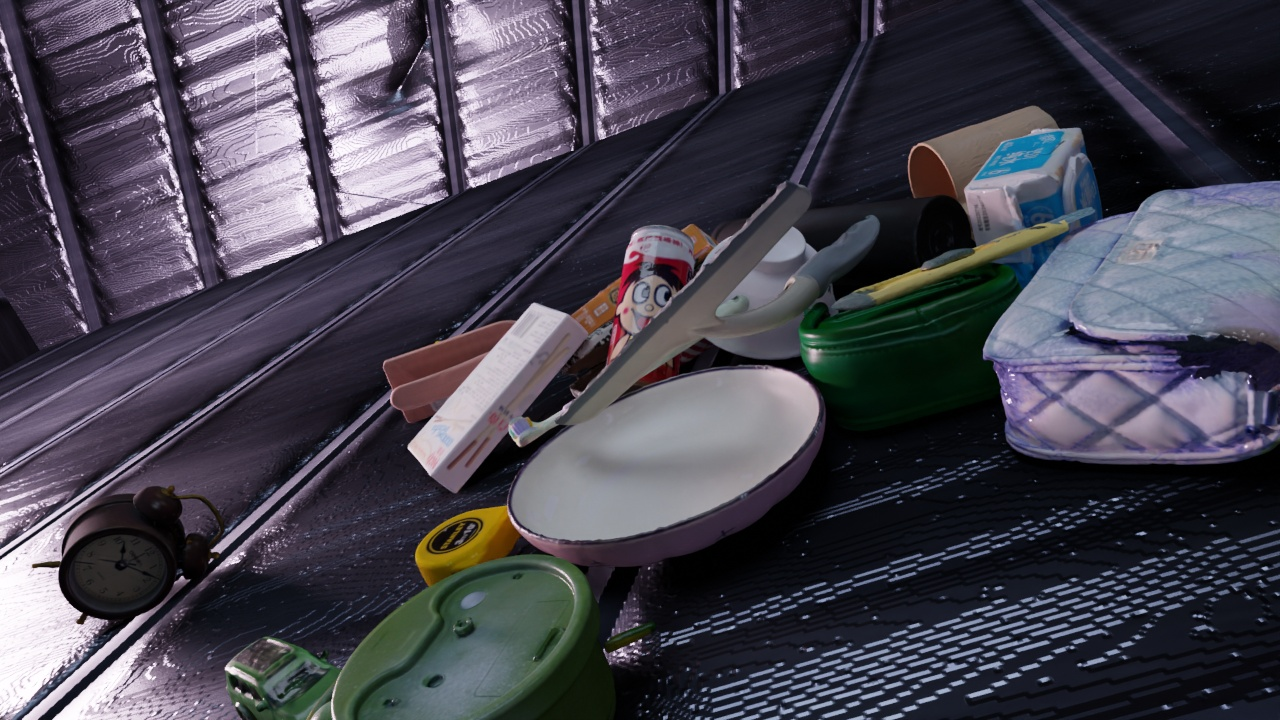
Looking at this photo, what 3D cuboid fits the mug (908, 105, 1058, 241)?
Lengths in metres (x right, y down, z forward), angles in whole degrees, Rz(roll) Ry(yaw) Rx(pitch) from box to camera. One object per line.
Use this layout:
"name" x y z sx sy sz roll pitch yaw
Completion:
"mug" 0.302 -0.151 0.772 0.103 0.084 0.124 -21 43 -4

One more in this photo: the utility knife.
"utility knife" 0.194 -0.059 0.532 0.177 0.019 0.031 -16 16 -13

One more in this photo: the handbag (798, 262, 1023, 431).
"handbag" 0.163 -0.017 0.557 0.131 0.068 0.120 -18 18 8

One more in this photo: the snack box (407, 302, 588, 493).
"snack box" -0.112 0.024 0.710 0.156 0.027 0.085 -51 26 -8

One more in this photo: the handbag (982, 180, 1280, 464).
"handbag" 0.265 -0.026 0.462 0.134 0.075 0.193 -2 27 43

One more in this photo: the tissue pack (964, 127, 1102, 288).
"tissue pack" 0.274 -0.100 0.629 0.063 0.090 0.139 -6 24 38

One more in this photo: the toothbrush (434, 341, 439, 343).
"toothbrush" -0.179 -0.006 0.967 0.016 0.016 0.190 -39 25 -26

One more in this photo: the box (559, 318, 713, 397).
"box" 0.005 -0.029 0.742 0.163 0.077 0.075 -30 12 -19

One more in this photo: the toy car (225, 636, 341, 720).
"toy car" -0.179 0.169 0.471 0.091 0.036 0.043 2 28 41

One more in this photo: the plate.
"plate" 0.018 0.064 0.537 0.192 0.039 0.192 -19 19 7

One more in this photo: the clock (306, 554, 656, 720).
"clock" -0.081 0.143 0.401 0.161 0.056 0.115 -11 21 27

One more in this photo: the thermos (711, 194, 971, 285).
"thermos" 0.164 -0.104 0.785 0.089 0.068 0.243 -37 24 -26

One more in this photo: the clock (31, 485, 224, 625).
"clock" -0.372 0.139 0.680 0.121 0.082 0.055 -27 24 -13

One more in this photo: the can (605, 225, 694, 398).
"can" 0.007 -0.031 0.676 0.053 0.053 0.132 -8 61 34

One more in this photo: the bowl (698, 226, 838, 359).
"bowl" 0.093 -0.064 0.683 0.118 0.065 0.118 0 45 0

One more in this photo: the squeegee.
"squeegee" 0.094 -0.047 0.577 0.245 0.039 0.247 -28 -12 -43

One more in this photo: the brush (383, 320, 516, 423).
"brush" -0.157 0.006 0.842 0.145 0.063 0.073 -20 15 0

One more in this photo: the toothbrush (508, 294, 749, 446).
"toothbrush" -0.004 0.004 0.620 0.189 0.020 0.029 -30 22 -14

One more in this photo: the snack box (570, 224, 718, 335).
"snack box" 0.000 -0.053 0.772 0.154 0.026 0.075 -37 -15 14

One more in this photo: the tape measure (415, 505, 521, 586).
"tape measure" -0.102 0.114 0.543 0.057 0.029 0.059 -11 22 25
